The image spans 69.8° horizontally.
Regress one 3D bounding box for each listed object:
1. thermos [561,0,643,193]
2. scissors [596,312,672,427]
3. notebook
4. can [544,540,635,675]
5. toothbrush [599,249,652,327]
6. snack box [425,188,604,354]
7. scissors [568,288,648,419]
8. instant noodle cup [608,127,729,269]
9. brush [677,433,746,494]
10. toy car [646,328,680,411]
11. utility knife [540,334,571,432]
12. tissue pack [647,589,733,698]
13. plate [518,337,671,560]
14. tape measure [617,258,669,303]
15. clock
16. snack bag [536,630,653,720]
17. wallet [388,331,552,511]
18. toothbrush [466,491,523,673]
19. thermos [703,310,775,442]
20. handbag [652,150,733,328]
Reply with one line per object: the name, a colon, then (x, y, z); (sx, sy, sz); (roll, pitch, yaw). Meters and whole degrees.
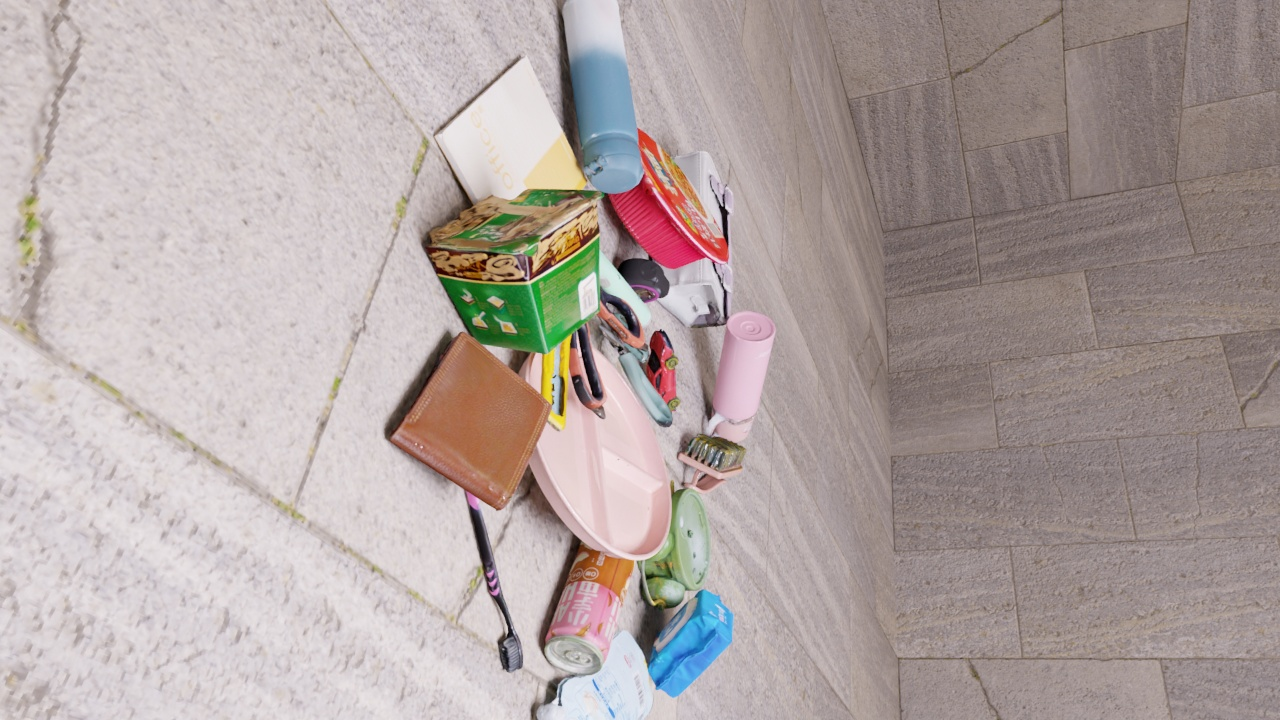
thermos: (-0.041, -0.288, 0.989); (0.070, 0.070, 0.220); (26, 52, -64)
scissors: (-0.005, 0.007, 0.998); (0.178, 0.019, 0.173); (65, 10, 14)
notebook: (-0.113, -0.188, 0.866); (0.146, 0.010, 0.205); (63, 29, -26)
can: (-0.043, 0.217, 0.862); (0.147, 0.058, 0.058); (-70, 145, -49)
toothbrush: (-0.047, -0.104, 0.988); (0.224, 0.026, 0.027); (49, 41, -46)
snack box: (-0.092, -0.071, 0.750); (0.118, 0.118, 0.106); (-44, 131, -42)
scissors: (-0.054, -0.053, 0.886); (0.222, 0.015, 0.188); (49, 38, -37)
instant noodle cup: (0.025, -0.178, 1.084); (0.194, 0.066, 0.193); (45, 22, -25)
brush: (0.099, 0.141, 1.240); (0.073, 0.063, 0.145); (-68, 159, 4)
toy car: (0.025, 0.012, 1.091); (0.049, 0.031, 0.106); (-122, -156, -50)
utility knife: (-0.072, -0.012, 0.812); (0.033, 0.015, 0.154); (21, 60, -42)
tissue pack: (0.054, 0.303, 1.003); (0.052, 0.095, 0.157); (43, 4, 5)
plate: (-0.043, 0.082, 0.870); (0.229, 0.028, 0.229); (46, 28, -35)
tape measure: (0.000, -0.090, 1.064); (0.057, 0.058, 0.039); (50, 44, -58)
clock: (0.032, 0.214, 1.049); (0.160, 0.056, 0.116); (-49, 127, -62)
snack bag: (-0.042, 0.335, 0.857); (0.190, 0.039, 0.110); (-16, 103, -67)
wallet: (-0.127, 0.046, 0.708); (0.101, 0.032, 0.124); (41, 36, -17)
toothbrush: (-0.123, 0.167, 0.743); (0.017, 0.014, 0.189); (-28, 108, -54)
thermos: (0.130, 0.032, 1.262); (0.087, 0.067, 0.199); (-29, 143, -34)
handbag: (0.076, -0.158, 1.234); (0.145, 0.098, 0.196); (47, 41, -63)
